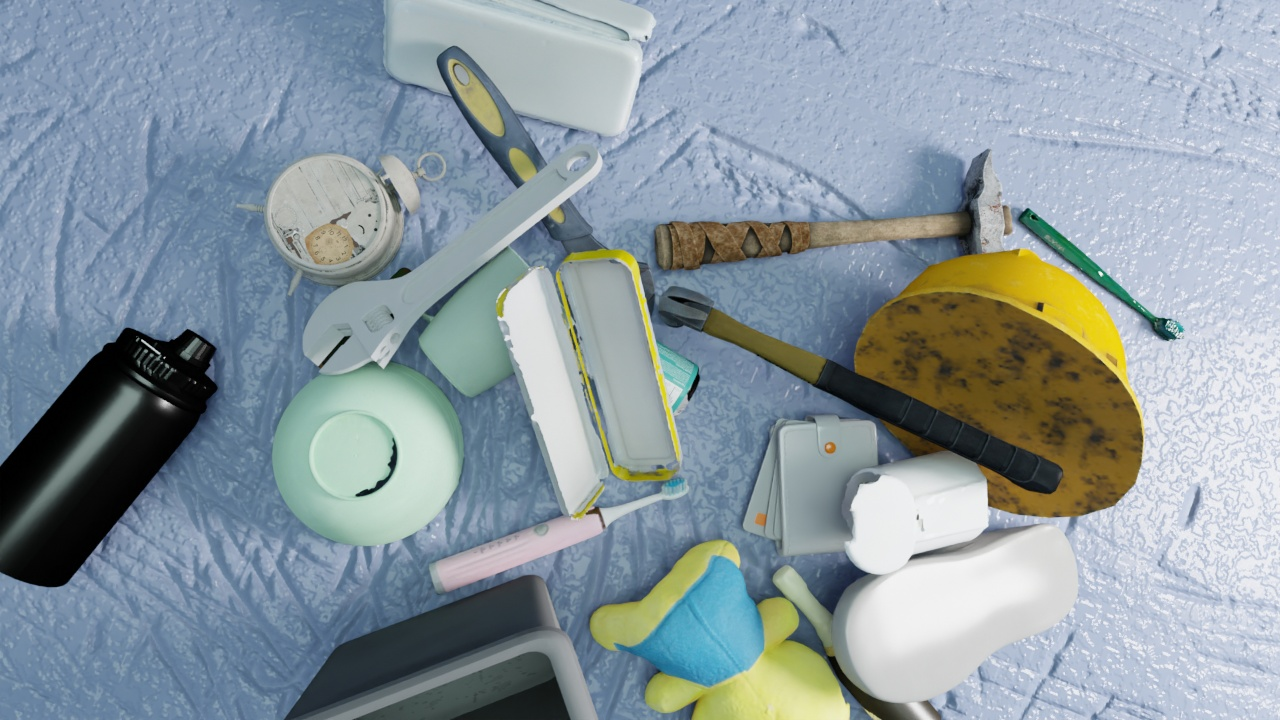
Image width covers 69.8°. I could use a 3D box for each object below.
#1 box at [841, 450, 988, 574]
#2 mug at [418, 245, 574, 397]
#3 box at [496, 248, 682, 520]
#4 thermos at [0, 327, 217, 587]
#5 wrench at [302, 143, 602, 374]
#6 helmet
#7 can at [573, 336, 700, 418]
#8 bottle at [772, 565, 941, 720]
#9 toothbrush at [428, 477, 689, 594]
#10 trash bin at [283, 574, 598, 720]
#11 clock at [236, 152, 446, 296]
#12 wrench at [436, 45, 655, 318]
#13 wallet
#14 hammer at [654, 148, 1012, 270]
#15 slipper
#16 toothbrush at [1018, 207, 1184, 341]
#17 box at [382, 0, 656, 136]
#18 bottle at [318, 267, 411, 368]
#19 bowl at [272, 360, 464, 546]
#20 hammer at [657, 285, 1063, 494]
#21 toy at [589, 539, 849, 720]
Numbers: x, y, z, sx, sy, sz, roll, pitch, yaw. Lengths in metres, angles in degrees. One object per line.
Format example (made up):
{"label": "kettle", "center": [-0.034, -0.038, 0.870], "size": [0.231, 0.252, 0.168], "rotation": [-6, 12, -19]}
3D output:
{"label": "box", "center": [0.202, 0.117, 0.722], "size": [0.165, 0.092, 0.083], "rotation": [-6, 99, -28]}
{"label": "mug", "center": [-0.127, -0.037, 0.731], "size": [0.104, 0.084, 0.111], "rotation": [-41, 77, -4]}
{"label": "box", "center": [-0.037, 0.020, 0.707], "size": [0.117, 0.057, 0.210], "rotation": [-22, 121, -14]}
{"label": "thermos", "center": [-0.396, 0.060, 0.678], "size": [0.086, 0.086, 0.198], "rotation": [37, 82, -5]}
{"label": "wrench", "center": [-0.146, -0.084, 0.713], "size": [0.273, 0.018, 0.086], "rotation": [-40, 53, -5]}
{"label": "helmet", "center": [0.301, -0.002, 0.747], "size": [0.255, 0.206, 0.131], "rotation": [51, 54, -28]}
{"label": "can", "center": [-0.005, 0.004, 0.755], "size": [0.101, 0.055, 0.055], "rotation": [31, 83, -6]}
{"label": "bottle", "center": [0.177, 0.246, 0.772], "size": [0.045, 0.045, 0.184], "rotation": [-42, 93, -9]}
{"label": "toothbrush", "center": [-0.063, 0.140, 0.753], "size": [0.222, 0.027, 0.027], "rotation": [-20, 47, -9]}
{"label": "trash bin", "center": [-0.136, 0.237, 0.638], "size": [0.191, 0.220, 0.097], "rotation": [-19, 89, -9]}
{"label": "clock", "center": [-0.226, -0.124, 0.727], "size": [0.156, 0.061, 0.103], "rotation": [-30, 91, -7]}
{"label": "wrench", "center": [-0.075, -0.133, 0.746], "size": [0.073, 0.022, 0.273], "rotation": [-33, 103, 7]}
{"label": "wallet", "center": [0.143, 0.106, 0.781], "size": [0.115, 0.037, 0.118], "rotation": [-3, 91, -9]}
{"label": "hammer", "center": [0.171, -0.112, 0.796], "size": [0.318, 0.049, 0.121], "rotation": [-5, 85, -7]}
{"label": "slipper", "center": [0.255, 0.203, 0.779], "size": [0.265, 0.081, 0.113], "rotation": [-14, 93, -27]}
{"label": "toothbrush", "center": [0.425, -0.078, 0.842], "size": [0.190, 0.017, 0.016], "rotation": [37, 82, -5]}
{"label": "box", "center": [-0.093, -0.284, 0.762], "size": [0.215, 0.106, 0.126], "rotation": [14, 56, -8]}
{"label": "bottle", "center": [-0.220, -0.032, 0.740], "size": [0.025, 0.025, 0.106], "rotation": [44, 82, -4]}
{"label": "bowl", "center": [-0.215, 0.072, 0.710], "size": [0.151, 0.077, 0.151], "rotation": [0, 87, -7]}
{"label": "hammer", "center": [0.164, 0.021, 0.714], "size": [0.333, 0.118, 0.025], "rotation": [26, 87, 6]}
{"label": "toy", "center": [0.076, 0.257, 0.739], "size": [0.149, 0.084, 0.214], "rotation": [-35, 89, -7]}
